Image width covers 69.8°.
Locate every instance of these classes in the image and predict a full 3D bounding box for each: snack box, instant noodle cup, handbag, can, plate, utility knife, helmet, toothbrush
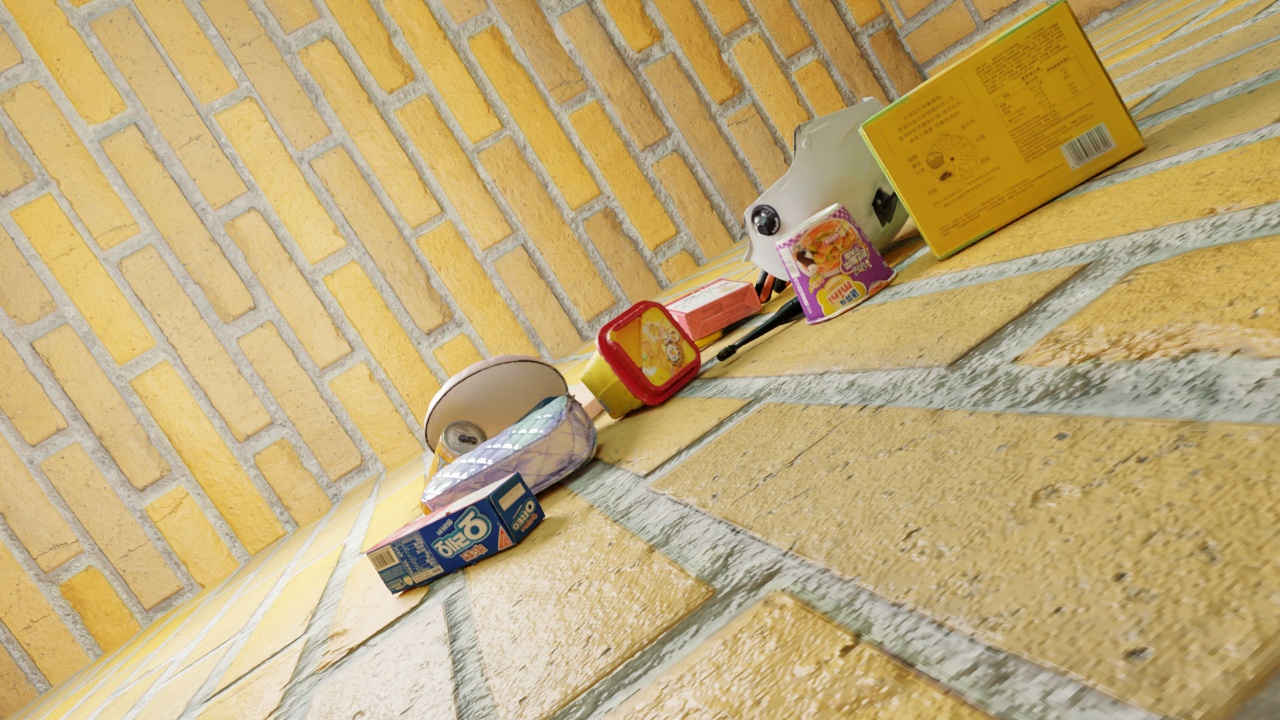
[{"bbox_3d":[-0.092,0.068,1.347,0.085,0.026,0.156,-11,18,37],"label":"snack box"},{"bbox_3d":[0.205,-0.108,0.992,0.111,0.099,0.111,-31,5,3],"label":"instant noodle cup"},{"bbox_3d":[0.100,-0.076,1.341,0.113,0.044,0.127,-26,13,-11],"label":"snack box"},{"bbox_3d":[0.341,-0.219,0.887,0.210,0.157,0.070,-31,5,19],"label":"snack box"},{"bbox_3d":[-0.144,0.121,1.032,0.194,0.075,0.134,-30,13,8],"label":"handbag"},{"bbox_3d":[-0.007,0.007,1.142,0.116,0.116,0.124,-37,-4,-36],"label":"instant noodle cup"},{"bbox_3d":[-0.236,0.142,1.153,0.058,0.058,0.146,-39,-18,-47],"label":"can"},{"bbox_3d":[-0.187,0.059,1.176,0.192,0.039,0.193,-19,-39,-16],"label":"plate"},{"bbox_3d":[0.075,-0.024,1.313,0.207,0.015,0.033,-26,13,4],"label":"utility knife"},{"bbox_3d":[-0.187,0.175,0.914,0.208,0.057,0.058,-28,5,36],"label":"snack box"},{"bbox_3d":[0.250,-0.188,1.137,0.228,0.146,0.259,-29,-26,-49],"label":"helmet"},{"bbox_3d":[0.179,-0.060,1.074,0.212,0.026,0.027,-32,-15,1],"label":"toothbrush"}]

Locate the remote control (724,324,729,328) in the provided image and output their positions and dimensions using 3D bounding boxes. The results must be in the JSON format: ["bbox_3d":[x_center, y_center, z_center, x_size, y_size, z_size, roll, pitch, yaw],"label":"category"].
[{"bbox_3d":[0.108,-0.049,1.386,0.135,0.020,0.056,-37,7,-34],"label":"remote control"}]

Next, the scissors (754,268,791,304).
[{"bbox_3d":[0.215,-0.183,1.304,0.162,0.022,0.234,-9,-51,-56],"label":"scissors"}]

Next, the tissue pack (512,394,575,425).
[{"bbox_3d":[-0.139,0.107,1.148,0.157,0.052,0.095,-40,16,10],"label":"tissue pack"}]
